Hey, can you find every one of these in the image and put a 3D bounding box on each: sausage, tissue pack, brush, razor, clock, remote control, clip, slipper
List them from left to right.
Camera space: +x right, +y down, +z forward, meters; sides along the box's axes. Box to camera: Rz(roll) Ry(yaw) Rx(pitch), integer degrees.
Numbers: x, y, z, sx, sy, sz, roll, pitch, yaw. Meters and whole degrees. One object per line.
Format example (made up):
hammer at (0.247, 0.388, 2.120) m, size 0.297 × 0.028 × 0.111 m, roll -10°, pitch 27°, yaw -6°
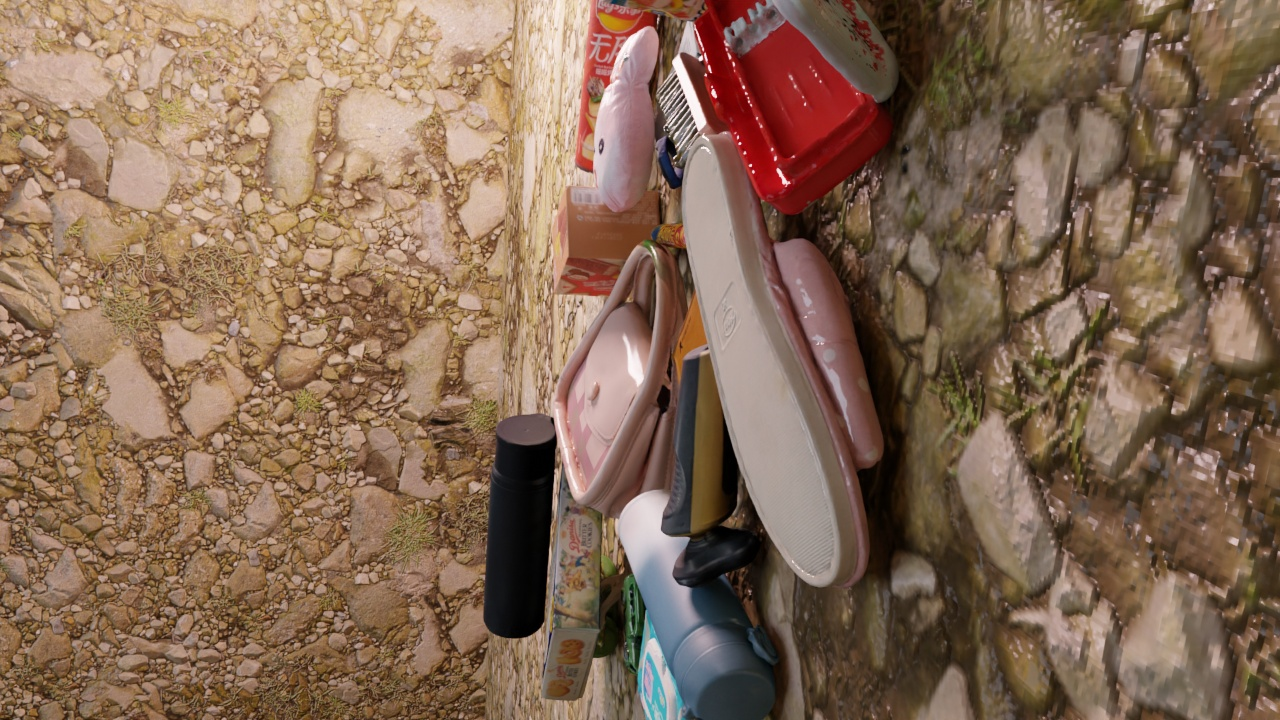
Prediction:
clock at (-0.060, 0.285, 1.060) m, size 0.161 × 0.056 × 0.116 m, roll 126°, pitch 142°, yaw -68°
clip at (0.000, 0.222, 0.898) m, size 0.104 × 0.086 × 0.034 m, roll -52°, pitch 26°, yaw 20°
remote control at (0.035, -0.225, 0.776) m, size 0.125 × 0.024 × 0.049 m, roll 113°, pitch 155°, yaw -56°
sausage at (0.035, -0.104, 0.768) m, size 0.165 × 0.021 × 0.021 m, roll -150°, pitch 62°, yaw -75°
tissue pack at (0.035, 0.248, 0.673) m, size 0.133 × 0.050 × 0.093 m, roll -124°, pitch 38°, yaw -67°
razor at (0.047, 0.067, 0.593) m, size 0.062 × 0.068 × 0.168 m, roll -33°, pitch -52°, yaw -57°
brush at (0.054, -0.174, 0.625) m, size 0.073 × 0.063 × 0.145 m, roll -46°, pitch 32°, yaw 27°
slipper at (0.078, -0.011, 0.503) m, size 0.114 × 0.054 × 0.274 m, roll 107°, pitch 153°, yaw -58°

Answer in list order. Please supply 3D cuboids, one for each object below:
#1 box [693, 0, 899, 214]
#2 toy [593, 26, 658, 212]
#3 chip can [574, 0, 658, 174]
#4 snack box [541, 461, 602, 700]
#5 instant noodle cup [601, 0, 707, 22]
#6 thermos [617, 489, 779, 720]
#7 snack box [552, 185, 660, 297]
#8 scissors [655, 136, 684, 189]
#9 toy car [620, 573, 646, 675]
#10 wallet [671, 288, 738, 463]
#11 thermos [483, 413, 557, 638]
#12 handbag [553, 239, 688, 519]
box at (0.059, -0.180, 0.489) m, size 0.095 × 0.100 × 0.200 m, roll -39°, pitch 39°, yaw 26°
toy at (-0.012, -0.212, 0.816) m, size 0.121 × 0.054 × 0.159 m, roll -129°, pitch 46°, yaw -75°
chip can at (-0.024, -0.298, 0.926) m, size 0.073 × 0.073 × 0.217 m, roll -108°, pitch 23°, yaw -55°
snack box at (-0.067, 0.217, 0.913) m, size 0.178 × 0.046 × 0.182 m, roll 102°, pitch 171°, yaw -51°
instant noodle cup at (0.032, -0.268, 0.608) m, size 0.099 × 0.110 × 0.099 m, roll -179°, pitch 91°, yaw -76°
thermos at (0.037, 0.169, 0.652) m, size 0.220 × 0.070 × 0.070 m, roll -124°, pitch 37°, yaw -66°
snack box at (-0.035, -0.115, 0.911) m, size 0.095 × 0.092 × 0.077 m, roll 125°, pitch 143°, yaw -67°
scissors at (0.036, -0.149, 0.680) m, size 0.162 × 0.012 × 0.162 m, roll 9°, pitch -121°, yaw -67°
toy car at (0.006, 0.232, 0.810) m, size 0.036 × 0.043 × 0.091 m, roll 123°, pitch 146°, yaw -65°
wallet at (0.054, 0.012, 0.666) m, size 0.130 × 0.035 × 0.119 m, roll -102°, pitch 25°, yaw -44°
thermos at (-0.118, 0.171, 0.959) m, size 0.089 × 0.068 × 0.243 m, roll -33°, pitch -42°, yaw -53°
handbag at (-0.005, 0.005, 0.827) m, size 0.193 × 0.093 × 0.235 m, roll -110°, pitch 32°, yaw -55°
